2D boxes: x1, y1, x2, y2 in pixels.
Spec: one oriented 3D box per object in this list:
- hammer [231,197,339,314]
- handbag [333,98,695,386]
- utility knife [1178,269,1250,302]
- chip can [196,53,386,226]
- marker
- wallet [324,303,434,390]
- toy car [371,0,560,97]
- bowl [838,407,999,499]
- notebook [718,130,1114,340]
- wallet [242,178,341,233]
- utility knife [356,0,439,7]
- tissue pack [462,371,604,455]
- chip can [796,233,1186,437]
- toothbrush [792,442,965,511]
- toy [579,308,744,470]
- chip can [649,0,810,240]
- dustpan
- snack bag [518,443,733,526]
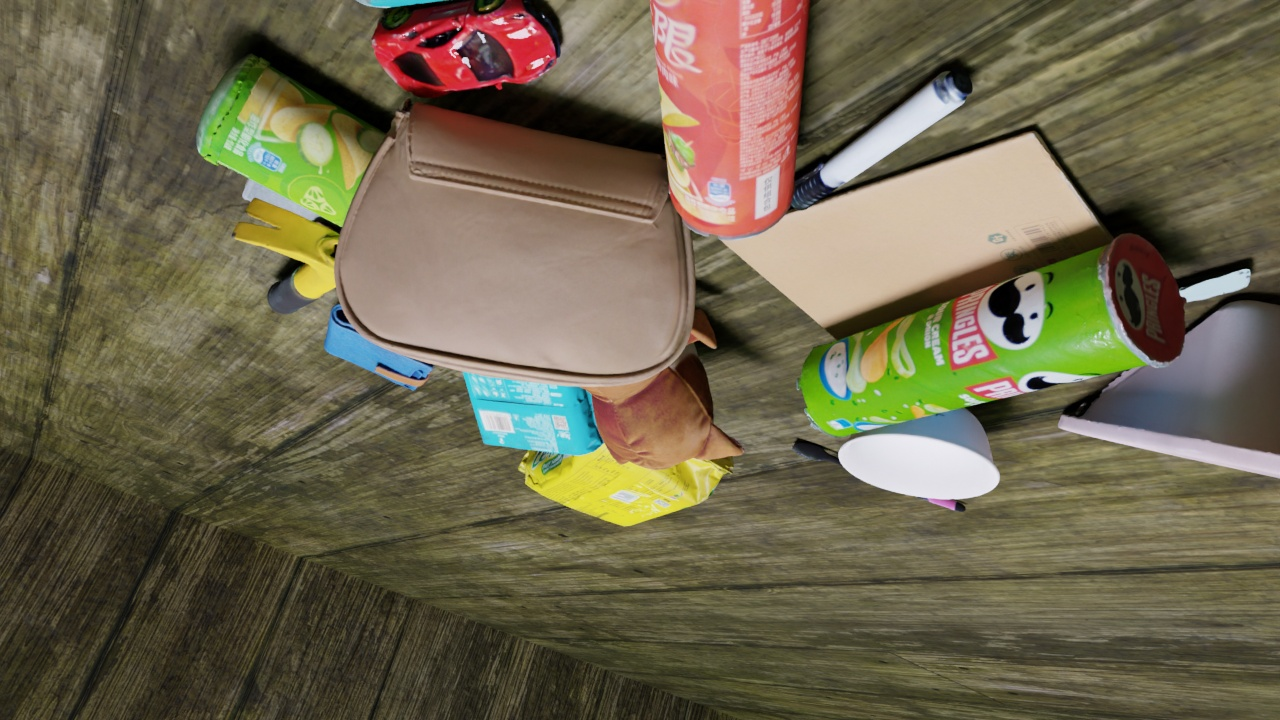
[{"bbox_3d":[-0.258,-0.063,0.717,0.128,0.032,0.301,30,165,-24],"label":"hammer"},{"bbox_3d":[-0.068,-0.063,0.543,0.204,0.148,0.100,11,-175,-7],"label":"handbag"},{"bbox_3d":[0.267,-0.022,0.579,0.034,0.018,0.219,30,151,-26],"label":"utility knife"},{"bbox_3d":[-0.169,-0.111,0.596,0.221,0.072,0.073,29,153,-24],"label":"chip can"},{"bbox_3d":[0.119,-0.113,0.481,0.022,0.018,0.131,34,152,-14],"label":"marker"},{"bbox_3d":[-0.252,-0.010,0.886,0.106,0.040,0.133,26,162,-15],"label":"wallet"},{"bbox_3d":[-0.093,-0.165,0.487,0.106,0.031,0.049,1,152,26],"label":"toy car"},{"bbox_3d":[0.218,0.056,0.711,0.118,0.064,0.118,14,156,6],"label":"bowl"},{"bbox_3d":[0.171,-0.063,0.562,0.147,0.008,0.208,34,150,-34],"label":"notebook"},{"bbox_3d":[-0.219,-0.110,0.670,0.129,0.036,0.107,28,152,-23],"label":"wallet"},{"bbox_3d":[-0.081,-0.190,0.447,0.176,0.013,0.029,3,152,27],"label":"utility knife"},{"bbox_3d":[-0.095,0.034,0.841,0.134,0.050,0.093,5,123,27],"label":"tissue pack"},{"bbox_3d":[0.201,-0.005,0.569,0.072,0.072,0.237,28,153,-24],"label":"chip can"},{"bbox_3d":[0.230,0.114,0.885,0.189,0.014,0.018,21,165,-10],"label":"toothbrush"},{"bbox_3d":[-0.004,0.004,0.686,0.140,0.130,0.200,-3,128,39],"label":"toy"},{"bbox_3d":[0.041,-0.141,0.406,0.073,0.073,0.217,11,154,12],"label":"chip can"},{"bbox_3d":[0.396,0.070,0.547,0.223,0.138,0.274,10,154,12],"label":"dustpan"},{"bbox_3d":[-0.021,0.115,0.978,0.158,0.068,0.247,24,153,-17],"label":"snack bag"}]
